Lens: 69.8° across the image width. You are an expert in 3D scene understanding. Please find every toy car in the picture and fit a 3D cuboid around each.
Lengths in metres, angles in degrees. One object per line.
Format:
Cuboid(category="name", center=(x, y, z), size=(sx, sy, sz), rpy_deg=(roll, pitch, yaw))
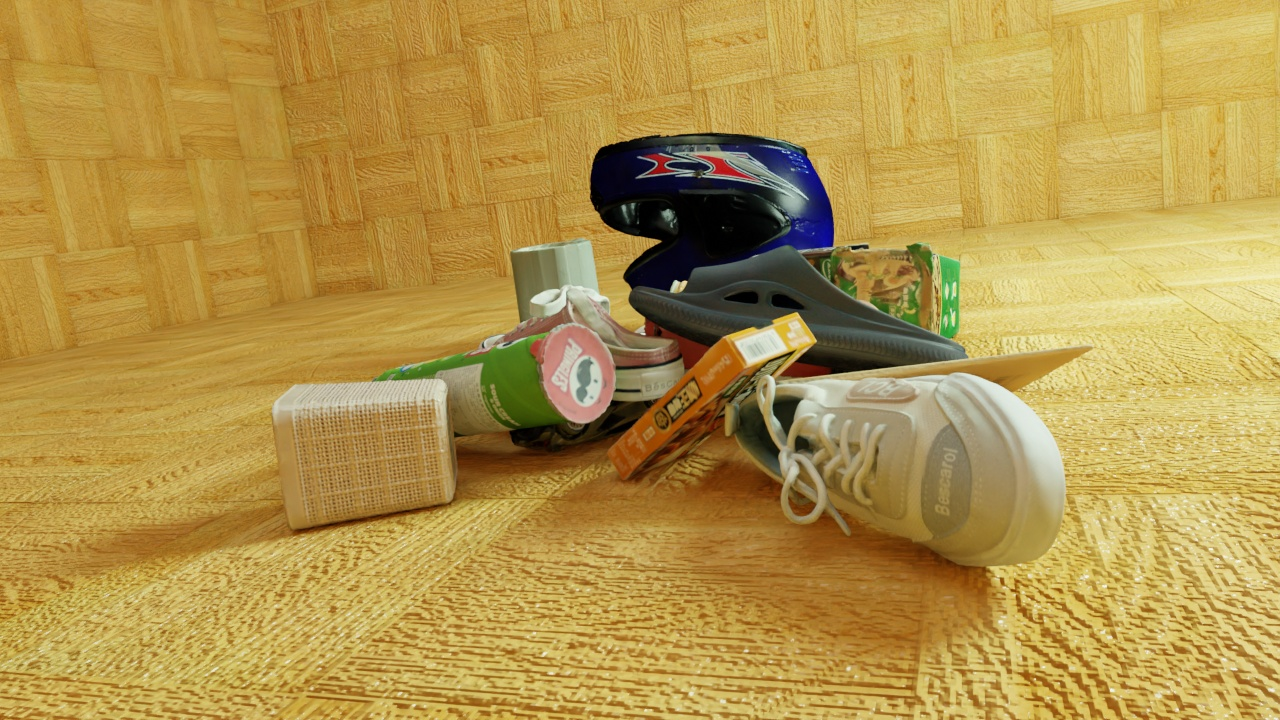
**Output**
Cuboid(category="toy car", center=(-0.036, 0.043, 0.769), size=(0.157, 0.042, 0.070), rpy_deg=(-17, 13, -35))

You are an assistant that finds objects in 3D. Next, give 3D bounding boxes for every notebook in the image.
Cuboid(category="notebook", center=(0.194, 0.020, 0.668), size=(0.207, 0.008, 0.148), rpy_deg=(-7, -13, 1))

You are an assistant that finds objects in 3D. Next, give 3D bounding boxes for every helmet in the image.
Cuboid(category="helmet", center=(0.089, -0.150, 1.186), size=(0.315, 0.240, 0.247), rpy_deg=(2, -8, 2))

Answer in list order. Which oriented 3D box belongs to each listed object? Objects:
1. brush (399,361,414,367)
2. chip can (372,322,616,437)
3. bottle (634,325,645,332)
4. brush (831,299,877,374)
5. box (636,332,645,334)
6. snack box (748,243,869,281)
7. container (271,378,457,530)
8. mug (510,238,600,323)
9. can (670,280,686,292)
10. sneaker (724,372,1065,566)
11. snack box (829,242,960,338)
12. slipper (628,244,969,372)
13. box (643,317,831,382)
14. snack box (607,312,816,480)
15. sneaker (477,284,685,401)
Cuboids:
Cuboid(category="brush", center=(-0.246, 0.054, 0.856), size=(0.083, 0.046, 0.254), rpy_deg=(-22, 13, 5))
Cuboid(category="chip can", center=(-0.127, 0.024, 0.723), size=(0.237, 0.072, 0.072), rpy_deg=(-11, 5, 42))
Cuboid(category="bottle", center=(0.035, -0.023, 1.036), size=(0.108, 0.063, 0.063), rpy_deg=(-11, 10, -20))
Cuboid(category="brush", center=(0.204, -0.013, 0.829), size=(0.063, 0.073, 0.145), rpy_deg=(-7, 11, -2))
Cuboid(category="box", center=(-0.006, 0.005, 0.928), size=(0.184, 0.059, 0.089), rpy_deg=(-5, 11, 5))
Cuboid(category="snack box", center=(0.193, -0.069, 1.033), size=(0.126, 0.113, 0.053), rpy_deg=(-2, 12, 32))
Cuboid(category="container", center=(-0.190, 0.061, 0.652), size=(0.111, 0.090, 0.090), rpy_deg=(-6, 10, -8))
Cuboid(category="mug", center=(-0.074, -0.066, 0.911), size=(0.084, 0.103, 0.123), rpy_deg=(-4, 13, 19))
Cuboid(category="can", center=(0.100, -0.041, 0.978), size=(0.146, 0.058, 0.058), rpy_deg=(15, 14, 8))
Cuboid(category="sneaker", center=(0.114, 0.045, 0.487), size=(0.090, 0.089, 0.242), rpy_deg=(6, 2, -16))
Cuboid(category="snack box", center=(0.279, -0.068, 0.975), size=(0.118, 0.117, 0.105), rpy_deg=(6, 12, 44))
Cuboid(category="slipper", center=(0.127, -0.041, 0.727), size=(0.268, 0.083, 0.110), rpy_deg=(12, -6, 7))
Cuboid(category="box", center=(0.088, -0.022, 0.836), size=(0.168, 0.080, 0.091), rpy_deg=(5, 5, -6))
Cuboid(category="snack box", center=(0.044, 0.026, 0.611), size=(0.075, 0.026, 0.154), rpy_deg=(-17, -22, -41))
Cuboid(category="sneaker", center=(-0.058, -0.020, 0.770), size=(0.118, 0.088, 0.241), rpy_deg=(-15, 13, -40))
